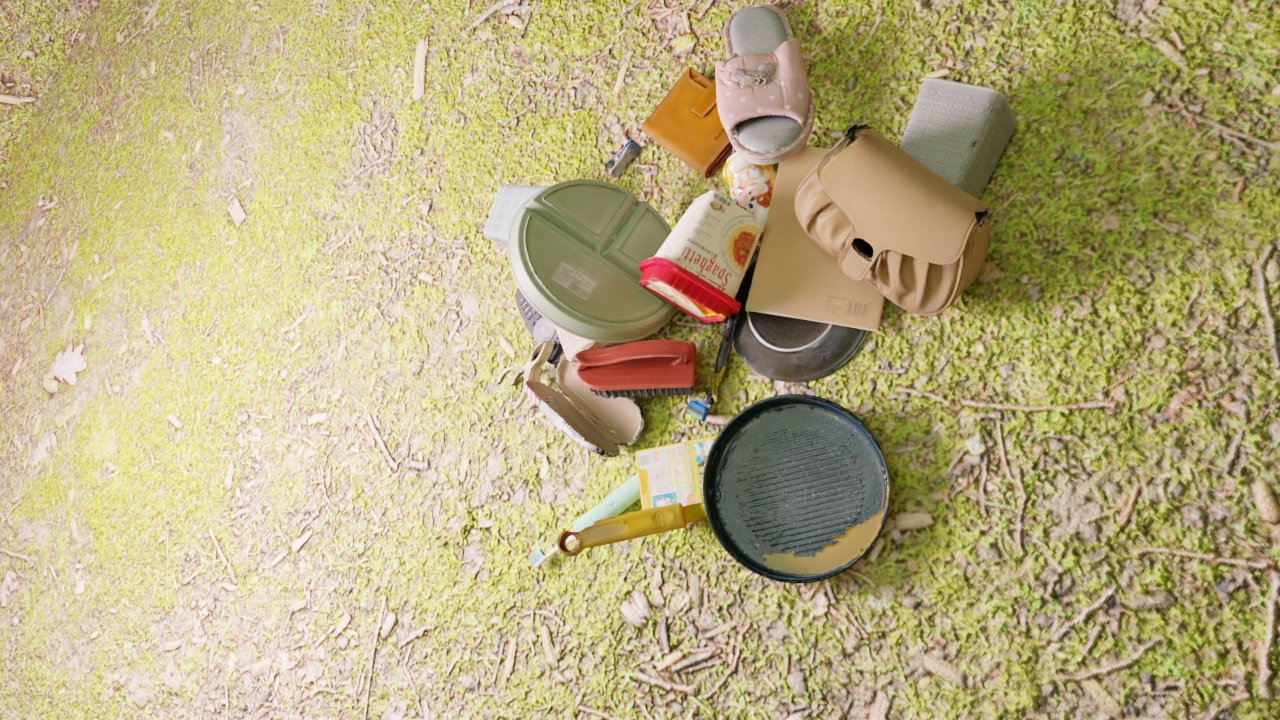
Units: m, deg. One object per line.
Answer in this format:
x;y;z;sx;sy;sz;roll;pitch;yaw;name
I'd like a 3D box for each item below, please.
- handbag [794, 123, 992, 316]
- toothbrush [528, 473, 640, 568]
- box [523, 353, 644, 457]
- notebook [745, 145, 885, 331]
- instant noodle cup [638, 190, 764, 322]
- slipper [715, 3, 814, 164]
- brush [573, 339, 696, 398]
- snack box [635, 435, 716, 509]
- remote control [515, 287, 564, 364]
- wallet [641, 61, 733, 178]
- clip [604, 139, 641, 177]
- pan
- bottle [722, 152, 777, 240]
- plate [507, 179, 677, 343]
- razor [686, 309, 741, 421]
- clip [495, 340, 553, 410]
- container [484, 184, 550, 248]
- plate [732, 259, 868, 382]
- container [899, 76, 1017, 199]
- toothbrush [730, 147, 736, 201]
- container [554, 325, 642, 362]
0.255;-0.141;0.948;0.204;0.148;0.099;40;60;18;handbag
-0.051;0.192;1.127;0.225;0.026;0.027;-40;79;16;toothbrush
-0.073;0.055;1.148;0.162;0.085;0.075;40;123;30;box
0.215;-0.143;1.045;0.149;0.012;0.211;11;77;16;notebook
0.075;-0.122;1.069;0.124;0.116;0.117;-62;12;-5;instant noodle cup
0.148;-0.350;1.118;0.114;0.054;0.273;-6;57;10;slipper
-0.007;0.006;1.103;0.146;0.069;0.063;-4;52;12;brush
0.068;0.135;1.049;0.141;0.033;0.086;-14;72;17;snack box
-0.130;-0.053;1.251;0.053;0.024;0.136;-40;61;20;remote control
0.080;-0.318;1.202;0.130;0.035;0.119;43;102;31;wallet
-0.024;-0.276;1.256;0.057;0.024;0.028;-43;54;18;clip
0.086;0.155;0.978;0.358;0.078;0.197;-17;74;14;pan
0.142;-0.200;1.108;0.063;0.063;0.108;-23;78;24;bottle
-0.048;-0.129;1.123;0.028;0.230;0.230;128;136;-57;plate
0.094;0.002;1.093;0.043;0.022;0.143;25;97;61;razor
-0.147;0.027;1.224;0.100;0.035;0.098;-26;68;33;clip
-0.146;-0.189;1.267;0.112;0.090;0.090;13;82;37;container
0.180;-0.062;1.064;0.180;0.024;0.179;-10;70;29;plate
0.332;-0.226;0.984;0.090;0.090;0.114;25;92;35;container
0.117;-0.188;1.143;0.018;0.014;0.189;0;78;22;toothbrush
-0.058;-0.060;1.163;0.090;0.090;0.110;-39;60;40;container
